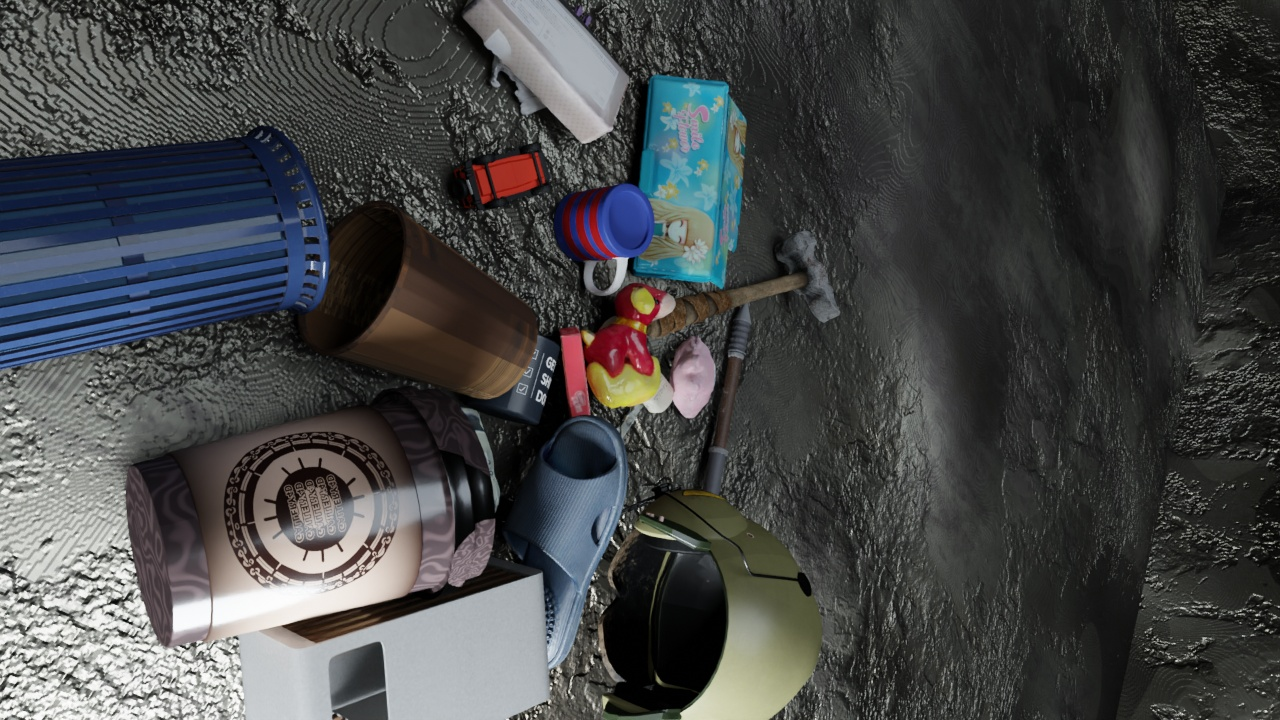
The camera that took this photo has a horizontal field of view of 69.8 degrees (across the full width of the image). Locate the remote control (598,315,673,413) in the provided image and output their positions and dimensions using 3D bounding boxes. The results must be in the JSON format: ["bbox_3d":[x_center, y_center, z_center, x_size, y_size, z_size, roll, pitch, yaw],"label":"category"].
[{"bbox_3d":[-0.006,0.006,1.025,0.125,0.018,0.038,52,55,-22],"label":"remote control"}]

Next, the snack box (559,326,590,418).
[{"bbox_3d":[-0.064,0.035,0.933,0.021,0.089,0.133,-7,97,-5],"label":"snack box"}]

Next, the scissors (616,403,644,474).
[{"bbox_3d":[-0.026,0.071,1.020,0.090,0.014,0.171,25,62,-26],"label":"scissors"}]

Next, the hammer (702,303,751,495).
[{"bbox_3d":[0.103,0.076,1.133,0.156,0.043,0.321,25,71,-42],"label":"hammer"}]

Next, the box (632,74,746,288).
[{"bbox_3d":[0.074,-0.201,1.058,0.172,0.084,0.227,8,85,-35],"label":"box"}]

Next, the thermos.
[{"bbox_3d":[-0.249,0.119,0.696,0.225,0.173,0.173,-10,98,-38],"label":"thermos"}]

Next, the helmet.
[{"bbox_3d":[0.047,0.255,0.910,0.232,0.256,0.250,18,79,-42],"label":"helmet"}]

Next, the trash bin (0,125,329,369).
[{"bbox_3d":[-0.353,-0.073,0.602,0.248,0.139,0.139,-19,104,-42],"label":"trash bin"}]

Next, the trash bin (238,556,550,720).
[{"bbox_3d":[-0.201,0.252,0.774,0.228,0.115,0.114,-7,95,-45],"label":"trash bin"}]

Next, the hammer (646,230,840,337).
[{"bbox_3d":[0.125,-0.079,1.135,0.317,0.049,0.121,-17,83,-38],"label":"hammer"}]

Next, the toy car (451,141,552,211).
[{"bbox_3d":[-0.133,-0.176,0.882,0.100,0.049,0.051,-27,109,-42],"label":"toy car"}]

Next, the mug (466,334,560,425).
[{"bbox_3d":[-0.117,0.020,0.895,0.105,0.071,0.077,47,55,-66],"label":"mug"}]

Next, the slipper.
[{"bbox_3d":[-0.092,0.176,0.869,0.082,0.101,0.264,1,109,-53],"label":"slipper"}]

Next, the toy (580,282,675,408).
[{"bbox_3d":[-0.017,-0.017,0.976,0.105,0.067,0.137,17,85,-33],"label":"toy"}]

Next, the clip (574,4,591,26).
[{"bbox_3d":[-0.066,-0.349,0.972,0.037,0.013,0.053,19,74,-45],"label":"clip"}]

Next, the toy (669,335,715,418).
[{"bbox_3d":[0.061,0.017,1.061,0.053,0.096,0.099,4,86,0],"label":"toy"}]

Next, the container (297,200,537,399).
[{"bbox_3d":[-0.182,-0.039,0.788,0.167,0.132,0.132,30,70,-47],"label":"container"}]

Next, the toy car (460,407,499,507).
[{"bbox_3d":[-0.158,0.093,0.854,0.048,0.033,0.105,-2,72,-54],"label":"toy car"}]

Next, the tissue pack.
[{"bbox_3d":[-0.098,-0.304,0.911,0.181,0.071,0.103,43,49,-36],"label":"tissue pack"}]

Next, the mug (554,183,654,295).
[{"bbox_3d":[-0.037,-0.124,0.959,0.074,0.076,0.112,-6,95,-45],"label":"mug"}]

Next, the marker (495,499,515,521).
[{"bbox_3d":[-0.163,0.135,0.874,0.125,0.025,0.025,23,74,-43],"label":"marker"}]
